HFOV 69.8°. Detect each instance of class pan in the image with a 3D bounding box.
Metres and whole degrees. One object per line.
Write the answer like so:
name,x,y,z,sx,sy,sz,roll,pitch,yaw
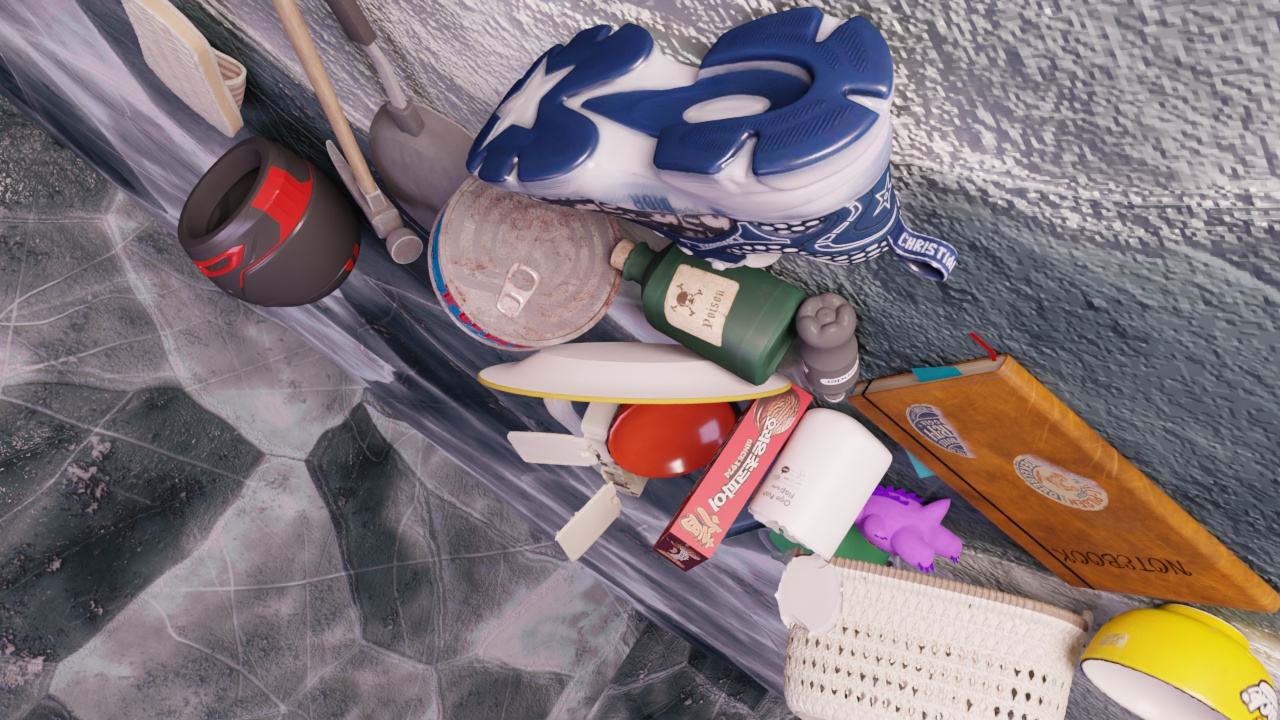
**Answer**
pan,-0.176,-0.179,0.694,0.179,0.041,0.357,28,161,25

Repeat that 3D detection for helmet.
helmet,-0.407,-0.141,1.031,0.265,0.164,0.170,4,157,43

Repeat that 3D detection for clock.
clock,0.195,0.197,0.926,0.161,0.075,0.122,45,160,-28

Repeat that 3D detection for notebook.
notebook,0.254,0.079,0.604,0.249,0.014,0.179,39,163,-10

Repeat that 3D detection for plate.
plate,-0.004,0.004,0.680,0.230,0.021,0.229,1,-173,0

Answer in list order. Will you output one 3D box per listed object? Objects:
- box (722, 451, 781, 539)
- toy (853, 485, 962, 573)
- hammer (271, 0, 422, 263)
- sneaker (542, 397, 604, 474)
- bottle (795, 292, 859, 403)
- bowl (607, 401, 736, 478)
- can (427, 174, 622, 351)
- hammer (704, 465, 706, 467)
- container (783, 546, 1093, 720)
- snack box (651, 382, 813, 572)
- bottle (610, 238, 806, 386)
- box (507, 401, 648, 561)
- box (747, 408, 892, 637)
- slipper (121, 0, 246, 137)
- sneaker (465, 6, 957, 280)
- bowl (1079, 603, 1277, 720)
box,0.110,0.128,0.882,0.049,0.066,0.210,32,156,-6
toy,0.212,0.131,0.753,0.088,0.056,0.105,13,-173,41
hammer,-0.239,-0.214,0.655,0.119,0.030,0.332,49,164,33
sneaker,-0.034,0.062,1.042,0.079,0.087,0.235,-8,150,16
bottle,0.123,-0.003,0.598,0.036,0.036,0.110,27,161,27
bowl,0.028,0.059,0.862,0.122,0.122,0.035,52,-163,-43
can,-0.080,-0.073,0.642,0.130,0.129,0.044,41,163,-15
hammer,0.072,0.104,0.993,0.123,0.036,0.321,21,160,34
container,0.236,0.252,0.769,0.246,0.142,0.184,8,157,22
snack box,0.073,0.097,0.763,0.036,0.151,0.133,34,163,6
bottle,0.039,-0.043,0.611,0.131,0.061,0.061,30,164,17
box,-0.050,0.088,0.927,0.095,0.185,0.145,33,158,32
box,0.136,0.128,0.717,0.112,0.162,0.084,40,171,-36
slipper,-0.425,-0.287,0.870,0.115,0.052,0.263,42,166,-12
sneaker,0.023,-0.092,0.470,0.270,0.103,0.132,14,159,44
bowl,0.376,0.212,0.633,0.117,0.067,0.117,33,163,11
